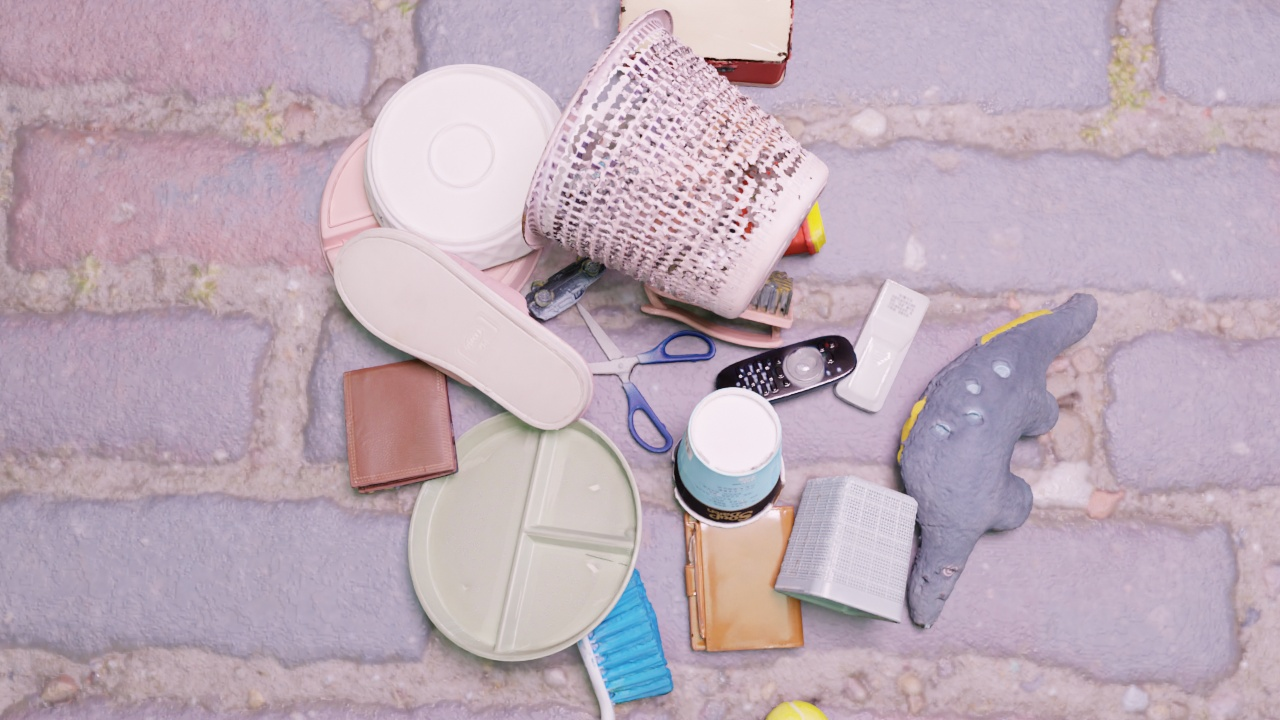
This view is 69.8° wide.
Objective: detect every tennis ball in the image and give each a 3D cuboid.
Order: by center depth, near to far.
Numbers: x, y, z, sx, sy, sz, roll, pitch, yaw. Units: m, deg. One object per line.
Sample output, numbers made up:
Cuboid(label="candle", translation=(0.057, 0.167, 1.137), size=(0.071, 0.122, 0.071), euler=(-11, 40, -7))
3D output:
Cuboid(label="tennis ball", translation=(0.143, 0.342, 0.831), size=(0.065, 0.065, 0.065), euler=(0, 84, 1))

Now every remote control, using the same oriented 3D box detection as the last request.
Cuboid(label="remote control", translation=(0.140, 0.013, 0.882), size=(0.136, 0.024, 0.053), euler=(-17, 65, 1))
Cuboid(label="remote control", translation=(0.233, -0.013, 0.886), size=(0.049, 0.024, 0.125), euler=(25, 85, 3))

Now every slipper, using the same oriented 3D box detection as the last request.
Cuboid(label="slipper", translation=(-0.161, -0.032, 0.853), size=(0.274, 0.054, 0.114), euler=(31, 111, 5))

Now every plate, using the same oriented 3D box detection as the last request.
Cuboid(label="plate", translation=(-0.105, 0.156, 0.840), size=(0.230, 0.027, 0.229), euler=(-7, 67, 16))
Cuboid(label="plate", translation=(-0.166, -0.189, 0.875), size=(0.205, 0.045, 0.204), euler=(0, 84, 1))
Cuboid(label="plate", translation=(-0.208, -0.142, 0.908), size=(0.229, 0.028, 0.229), euler=(0, 83, 1))

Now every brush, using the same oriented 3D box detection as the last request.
Cuboid(label="brush", translation=(-0.018, 0.316, 0.846), size=(0.109, 0.060, 0.314), euler=(-18, 88, 1))
Cuboid(label="brush", translation=(0.073, -0.059, 0.879), size=(0.145, 0.063, 0.073), euler=(13, 114, 4))

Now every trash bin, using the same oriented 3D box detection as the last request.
Cuboid(label="trash bin", translation=(0.040, -0.145, 0.773), size=(0.192, 0.227, 0.227), euler=(33, 86, 5))

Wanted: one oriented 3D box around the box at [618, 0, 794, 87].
Cuboid(label="box", translation=(0.064, -0.326, 0.896), size=(0.168, 0.077, 0.091), euler=(4, 85, 1))

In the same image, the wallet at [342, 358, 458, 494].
Cuboid(label="wallet", translation=(-0.229, 0.059, 0.878), size=(0.101, 0.032, 0.124), euler=(-11, 71, 1))

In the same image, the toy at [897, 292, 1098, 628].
Cuboid(label="toy", translation=(0.312, 0.075, 0.850), size=(0.137, 0.091, 0.356), euler=(28, 86, -24))

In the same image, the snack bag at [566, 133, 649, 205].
Cuboid(label="snack bag", translation=(-0.031, -0.185, 0.908), size=(0.104, 0.026, 0.048), euler=(-31, 77, -1))

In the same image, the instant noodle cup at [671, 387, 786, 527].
Cuboid(label="instant noodle cup", translation=(0.082, 0.081, 0.818), size=(0.111, 0.121, 0.111), euler=(0, 66, 1))

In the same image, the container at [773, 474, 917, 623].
Cuboid(label="container", translation=(0.187, 0.167, 0.824), size=(0.090, 0.090, 0.111), euler=(21, 75, -15))

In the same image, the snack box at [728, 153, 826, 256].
Cuboid(label="snack box", translation=(0.130, -0.142, 0.878), size=(0.080, 0.082, 0.091), euler=(-13, 83, 13))

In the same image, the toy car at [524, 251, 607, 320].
Cuboid(label="toy car", translation=(-0.071, -0.073, 0.891), size=(0.090, 0.043, 0.034), euler=(-34, 111, 1))

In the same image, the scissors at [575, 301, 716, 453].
Cuboid(label="scissors", translation=(-0.005, 0.010, 0.896), size=(0.162, 0.012, 0.175), euler=(-26, 83, 0))

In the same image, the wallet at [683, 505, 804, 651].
Cuboid(label="wallet", translation=(0.096, 0.205, 0.863), size=(0.108, 0.031, 0.131), euler=(-4, 83, -1))
